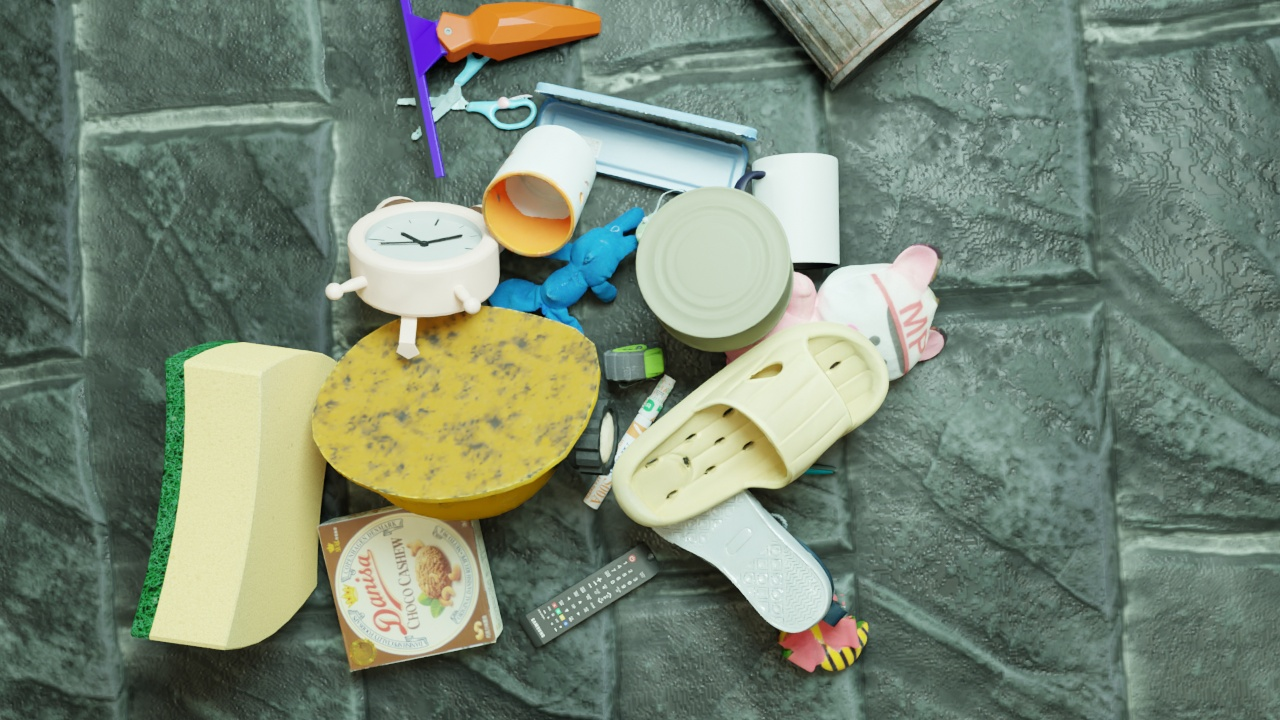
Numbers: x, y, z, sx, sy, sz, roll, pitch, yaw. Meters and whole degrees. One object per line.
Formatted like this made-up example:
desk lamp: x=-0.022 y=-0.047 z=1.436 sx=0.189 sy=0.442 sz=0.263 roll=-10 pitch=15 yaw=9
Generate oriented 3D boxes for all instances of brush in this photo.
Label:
brush: x=-0.342 y=0.111 z=0.802 sx=0.075 sy=0.195 sz=0.250 roll=8 pitch=91 yaw=1

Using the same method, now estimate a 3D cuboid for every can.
can: x=0.063 y=-0.075 z=0.764 sx=0.128 sy=0.073 sz=0.127 roll=-1 pitch=83 yaw=10

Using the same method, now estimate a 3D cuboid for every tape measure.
tape measure: x=-0.005 y=0.005 z=0.862 sx=0.059 sy=0.065 sz=0.036 roll=-4 pitch=98 yaw=8

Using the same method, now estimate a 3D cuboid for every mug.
mug: x=-0.089 y=-0.154 z=0.826 sx=0.082 sy=0.105 sz=0.082 roll=5 pitch=128 yaw=7
mug: x=0.130 y=-0.135 z=0.840 sx=0.111 sy=0.079 sz=0.097 roll=-1 pitch=91 yaw=-34

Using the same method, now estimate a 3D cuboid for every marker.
marker: x=-0.010 y=0.078 z=0.886 sx=0.017 sy=0.017 sz=0.145 roll=32 pitch=91 yaw=0

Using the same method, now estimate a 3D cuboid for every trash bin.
trash bin: x=0.157 y=-0.366 z=0.823 sx=0.131 sy=0.131 sz=0.211 roll=-38 pitch=91 yaw=1

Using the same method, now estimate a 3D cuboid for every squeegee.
squeegee: x=-0.127 y=-0.308 z=0.858 sx=0.184 sy=0.055 sz=0.249 roll=-11 pitch=88 yaw=-15

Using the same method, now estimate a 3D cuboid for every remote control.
remote control: x=-0.050 y=0.227 z=0.888 sx=0.147 sy=0.015 sz=0.033 roll=-32 pitch=90 yaw=1

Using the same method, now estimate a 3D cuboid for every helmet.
helmet: x=-0.148 y=0.065 z=0.823 sx=0.256 sy=0.131 sz=0.204 roll=2 pitch=51 yaw=14

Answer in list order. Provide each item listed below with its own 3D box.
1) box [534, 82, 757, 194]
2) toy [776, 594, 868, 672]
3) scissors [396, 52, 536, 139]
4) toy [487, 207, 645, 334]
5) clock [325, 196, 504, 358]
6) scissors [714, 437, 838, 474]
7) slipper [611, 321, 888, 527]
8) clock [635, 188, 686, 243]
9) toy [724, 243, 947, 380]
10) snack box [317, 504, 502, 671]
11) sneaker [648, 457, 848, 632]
box: x=0.001 y=-0.208 z=0.853 sx=0.210 sy=0.079 sz=0.072 roll=14 pitch=88 yaw=1
toy: x=0.169 y=0.254 z=0.873 sx=0.103 sy=0.046 sz=0.084 roll=37 pitch=78 yaw=-4
scissors: x=-0.170 y=-0.268 z=0.887 sx=0.138 sy=0.015 sz=0.120 roll=0 pitch=90 yaw=-5
toy: x=-0.052 y=-0.076 z=0.862 sx=0.176 sy=0.071 sz=0.112 roll=-38 pitch=79 yaw=1
clock: x=-0.194 y=-0.086 z=0.832 sx=0.131 sy=0.160 sz=0.086 roll=6 pitch=132 yaw=1
scissors: x=0.122 y=0.089 z=0.883 sx=0.131 sy=0.019 sz=0.149 roll=-44 pitch=91 yaw=0
slipper: x=0.094 y=0.059 z=0.772 sx=0.261 sy=0.079 sz=0.111 roll=-31 pitch=101 yaw=2
clock: x=0.043 y=-0.099 z=0.852 sx=0.094 sy=0.043 sz=0.119 roll=-19 pitch=103 yaw=-30
toy: x=0.176 y=-0.028 z=0.844 sx=0.213 sy=0.084 sz=0.142 roll=-17 pitch=119 yaw=6
snack box: x=-0.219 y=0.209 z=0.878 sx=0.147 sy=0.041 sz=0.143 roll=-12 pitch=91 yaw=1
sneaker: x=0.090 y=0.161 z=0.855 sx=0.235 sy=0.087 sz=0.089 roll=42 pitch=99 yaw=22
